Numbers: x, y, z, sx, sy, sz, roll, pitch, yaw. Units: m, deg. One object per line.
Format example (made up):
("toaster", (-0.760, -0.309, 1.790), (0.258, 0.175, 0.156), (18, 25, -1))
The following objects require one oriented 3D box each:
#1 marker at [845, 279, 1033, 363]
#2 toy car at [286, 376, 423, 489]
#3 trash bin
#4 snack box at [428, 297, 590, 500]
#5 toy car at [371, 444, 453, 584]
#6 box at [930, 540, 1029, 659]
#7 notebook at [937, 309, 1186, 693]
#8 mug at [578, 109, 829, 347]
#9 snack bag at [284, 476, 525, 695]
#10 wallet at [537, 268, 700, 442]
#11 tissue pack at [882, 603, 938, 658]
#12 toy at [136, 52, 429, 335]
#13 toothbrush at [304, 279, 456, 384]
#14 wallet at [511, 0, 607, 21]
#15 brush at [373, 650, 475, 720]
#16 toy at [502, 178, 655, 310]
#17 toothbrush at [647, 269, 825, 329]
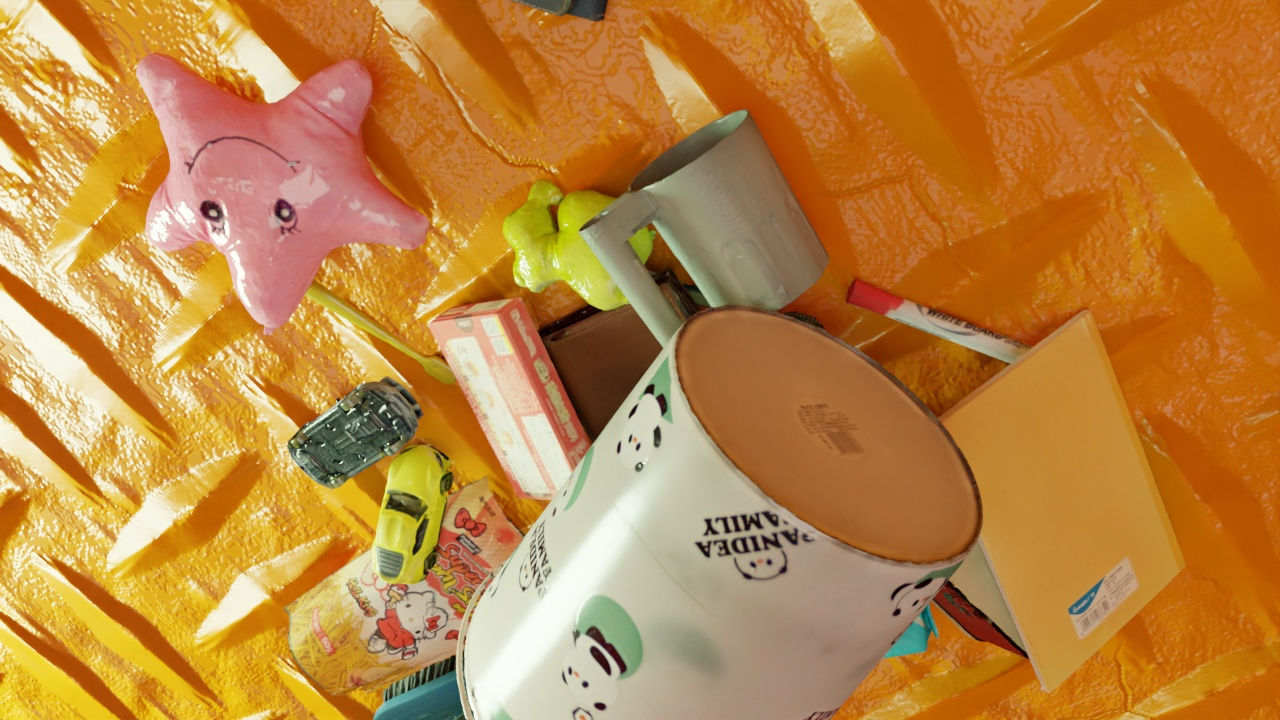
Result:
("marker", (0.204, -0.020, 0.599), (0.145, 0.017, 0.017), (20, 116, -2))
("toy car", (-0.214, 0.055, 0.685), (0.121, 0.036, 0.054), (-31, 108, 31))
("trash bin", (0.042, 0.120, 0.533), (0.229, 0.229, 0.253), (27, 122, -5))
("snack box", (-0.085, 0.031, 0.643), (0.075, 0.025, 0.153), (-4, 118, 41))
("toy car", (-0.174, 0.114, 0.686), (0.048, 0.032, 0.105), (11, 85, 17))
("box", (0.219, 0.115, 0.610), (0.168, 0.078, 0.091), (43, 77, -13))
("notebook", (0.275, 0.091, 0.591), (0.145, 0.010, 0.206), (-33, 105, -17))
("mug", (0.040, -0.072, 0.550), (0.123, 0.084, 0.103), (-39, 110, -10))
("snack bag", (-0.172, 0.190, 0.735), (0.208, 0.073, 0.128), (-29, 108, 12))
("wallet", (-0.004, 0.004, 0.626), (0.125, 0.032, 0.101), (-22, 115, 28))
("tissue pack", (0.149, 0.178, 0.683), (0.134, 0.050, 0.093), (-16, 111, 14))
("toy", (-0.229, -0.102, 0.587), (0.195, 0.074, 0.179), (6, 107, 6))
("toothbrush", (-0.210, -0.039, 0.650), (0.190, 0.016, 0.016), (33, 116, -6))
("wallet", (-0.051, -0.259, 0.515), (0.090, 0.033, 0.115), (17, 113, 1))
("brush", (-0.167, 0.294, 0.770), (0.144, 0.073, 0.055), (-29, 115, 19))
("toy", (-0.040, -0.075, 0.587), (0.100, 0.031, 0.096), (-16, 85, 19))
("toothbrush", (0.032, -0.047, 0.613), (0.191, 0.018, 0.016), (17, 121, 2))
